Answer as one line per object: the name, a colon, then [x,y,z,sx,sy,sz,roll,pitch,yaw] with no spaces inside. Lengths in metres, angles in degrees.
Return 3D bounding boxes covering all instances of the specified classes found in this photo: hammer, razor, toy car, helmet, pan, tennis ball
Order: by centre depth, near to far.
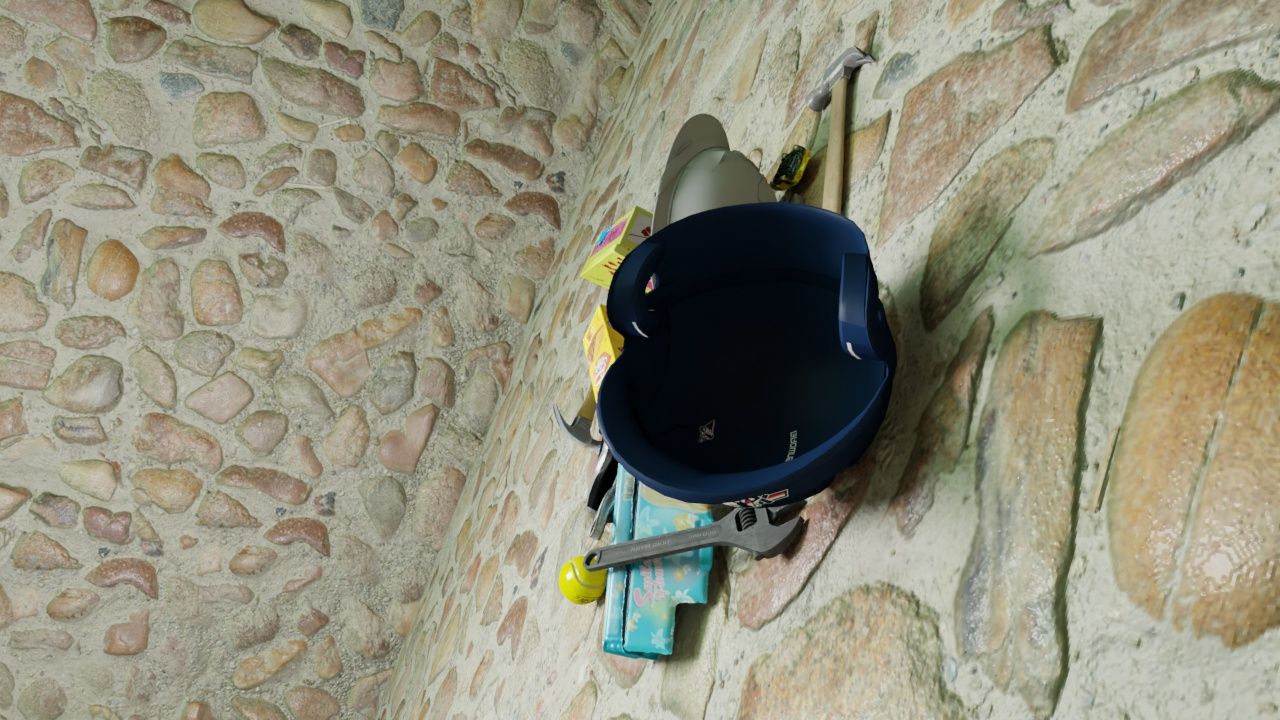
helmet: [0.088,0.023,0.754,0.271,0.233,0.223,-54,-38,-46]
hammer: [0.222,-0.239,1.059,0.120,0.030,0.330,-48,23,53]
helmet: [0.110,-0.166,1.095,0.118,0.183,0.271,6,78,34]
pan: [-0.017,0.154,1.153,0.356,0.055,0.187,-75,9,-77]
toy car: [0.191,-0.242,1.167,0.107,0.030,0.049,-139,71,-83]
tennis ball: [-0.079,0.303,1.266,0.066,0.065,0.065,-59,17,30]
razor: [-0.049,0.159,1.403,0.060,0.057,0.156,1,75,44]
hammer: [-0.050,-0.006,1.567,0.025,0.118,0.332,-33,32,62]

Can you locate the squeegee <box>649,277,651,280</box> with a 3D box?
squeegee: [0.067,-0.084,1.196,0.248,0.055,0.185,-46,-45,-46]

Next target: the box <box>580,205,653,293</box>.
box: [-0.002,-0.147,1.357,0.080,0.124,0.221,-67,15,-12]

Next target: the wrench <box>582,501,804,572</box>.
wrench: [0.043,0.178,0.901,0.274,0.018,0.073,-21,38,37]

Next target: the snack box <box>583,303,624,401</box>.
snack box: [-0.007,0.007,1.182,0.230,0.110,0.062,-109,41,-66]

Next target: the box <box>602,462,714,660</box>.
box: [0.037,0.206,0.995,0.121,0.098,0.226,-5,67,25]

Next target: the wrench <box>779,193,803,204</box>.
wrench: [0.133,-0.088,1.172,0.274,0.018,0.083,-64,19,13]
